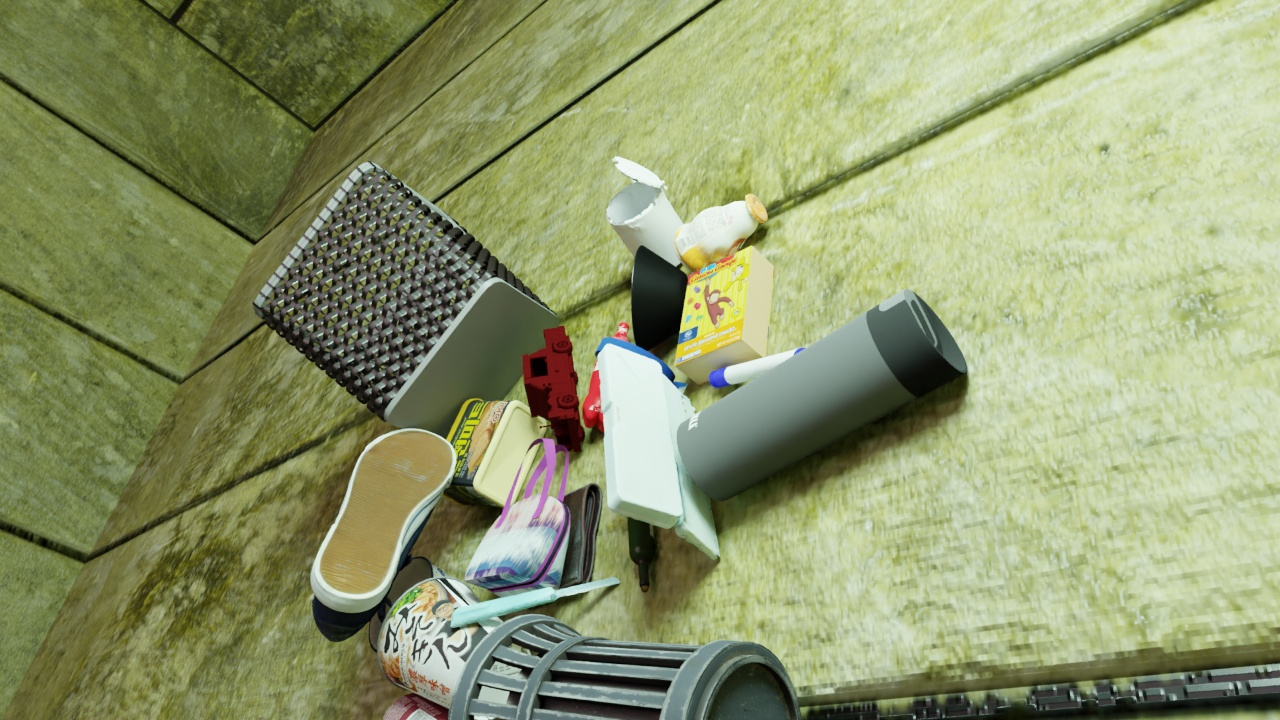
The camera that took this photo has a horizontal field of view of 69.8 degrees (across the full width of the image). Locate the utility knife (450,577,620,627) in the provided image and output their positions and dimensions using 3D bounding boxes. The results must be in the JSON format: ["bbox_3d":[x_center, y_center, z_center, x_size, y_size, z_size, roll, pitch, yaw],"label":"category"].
[{"bbox_3d":[-0.103,0.232,0.896,0.168,0.015,0.022,-13,31,-2],"label":"utility knife"}]

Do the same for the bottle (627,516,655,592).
[{"bbox_3d":[0.001,0.177,0.887,0.025,0.025,0.105,-35,36,25],"label":"bottle"}]

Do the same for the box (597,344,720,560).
[{"bbox_3d":[0.020,0.078,0.853,0.043,0.136,0.196,-40,34,29],"label":"box"}]

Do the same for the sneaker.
[{"bbox_3d":[-0.285,0.195,1.027,0.293,0.120,0.127,-76,9,-57],"label":"sneaker"}]

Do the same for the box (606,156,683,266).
[{"bbox_3d":[0.004,-0.182,1.104,0.092,0.161,0.081,-31,42,12],"label":"box"}]

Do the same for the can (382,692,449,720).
[{"bbox_3d":[-0.214,0.381,0.928,0.114,0.063,0.063,0,59,51],"label":"can"}]

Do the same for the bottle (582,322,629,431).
[{"bbox_3d":[-0.035,0.015,1.070,0.042,0.042,0.141,-18,45,42],"label":"bottle"}]

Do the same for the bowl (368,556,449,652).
[{"bbox_3d":[-0.256,0.294,1.068,0.116,0.059,0.115,-32,38,29],"label":"bowl"}]

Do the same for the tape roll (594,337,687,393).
[{"bbox_3d":[-0.006,0.006,0.995,0.091,0.093,0.016,11,68,49],"label":"tape roll"}]

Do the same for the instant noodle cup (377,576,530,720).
[{"bbox_3d":[-0.181,0.298,0.928,0.122,0.123,0.123,12,69,45],"label":"instant noodle cup"}]

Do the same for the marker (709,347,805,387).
[{"bbox_3d":[0.113,0.008,0.883,0.142,0.020,0.020,-18,45,60],"label":"marker"}]

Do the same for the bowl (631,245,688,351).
[{"bbox_3d":[0.028,-0.069,1.039,0.052,0.124,0.123,1,53,11],"label":"bowl"}]

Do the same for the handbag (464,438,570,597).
[{"bbox_3d":[-0.118,0.162,0.971,0.145,0.068,0.169,-22,45,44],"label":"handbag"}]

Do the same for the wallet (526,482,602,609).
[{"bbox_3d":[-0.087,0.196,0.978,0.100,0.031,0.119,-31,40,36],"label":"wallet"}]

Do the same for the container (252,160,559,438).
[{"bbox_3d":[-0.292,-0.062,1.208,0.243,0.247,0.245,39,92,21],"label":"container"}]

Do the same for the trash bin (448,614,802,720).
[{"bbox_3d":[-0.008,0.278,0.686,0.228,0.164,0.163,-12,50,41],"label":"trash bin"}]

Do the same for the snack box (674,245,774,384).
[{"bbox_3d":[0.090,-0.048,0.974,0.088,0.040,0.125,-23,43,38],"label":"snack box"}]

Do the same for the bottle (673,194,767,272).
[{"bbox_3d":[0.092,-0.146,1.046,0.109,0.063,0.063,-31,38,30],"label":"bottle"}]

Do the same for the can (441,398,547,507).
[{"bbox_3d":[-0.188,0.115,1.142,0.101,0.072,0.130,-4,56,47],"label":"can"}]

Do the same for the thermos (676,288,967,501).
[{"bbox_3d":[0.149,0.033,0.786,0.241,0.082,0.082,-33,37,28],"label":"thermos"}]

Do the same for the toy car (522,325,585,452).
[{"bbox_3d":[-0.105,0.033,1.101,0.062,0.070,0.169,-9,40,-2],"label":"toy car"}]
